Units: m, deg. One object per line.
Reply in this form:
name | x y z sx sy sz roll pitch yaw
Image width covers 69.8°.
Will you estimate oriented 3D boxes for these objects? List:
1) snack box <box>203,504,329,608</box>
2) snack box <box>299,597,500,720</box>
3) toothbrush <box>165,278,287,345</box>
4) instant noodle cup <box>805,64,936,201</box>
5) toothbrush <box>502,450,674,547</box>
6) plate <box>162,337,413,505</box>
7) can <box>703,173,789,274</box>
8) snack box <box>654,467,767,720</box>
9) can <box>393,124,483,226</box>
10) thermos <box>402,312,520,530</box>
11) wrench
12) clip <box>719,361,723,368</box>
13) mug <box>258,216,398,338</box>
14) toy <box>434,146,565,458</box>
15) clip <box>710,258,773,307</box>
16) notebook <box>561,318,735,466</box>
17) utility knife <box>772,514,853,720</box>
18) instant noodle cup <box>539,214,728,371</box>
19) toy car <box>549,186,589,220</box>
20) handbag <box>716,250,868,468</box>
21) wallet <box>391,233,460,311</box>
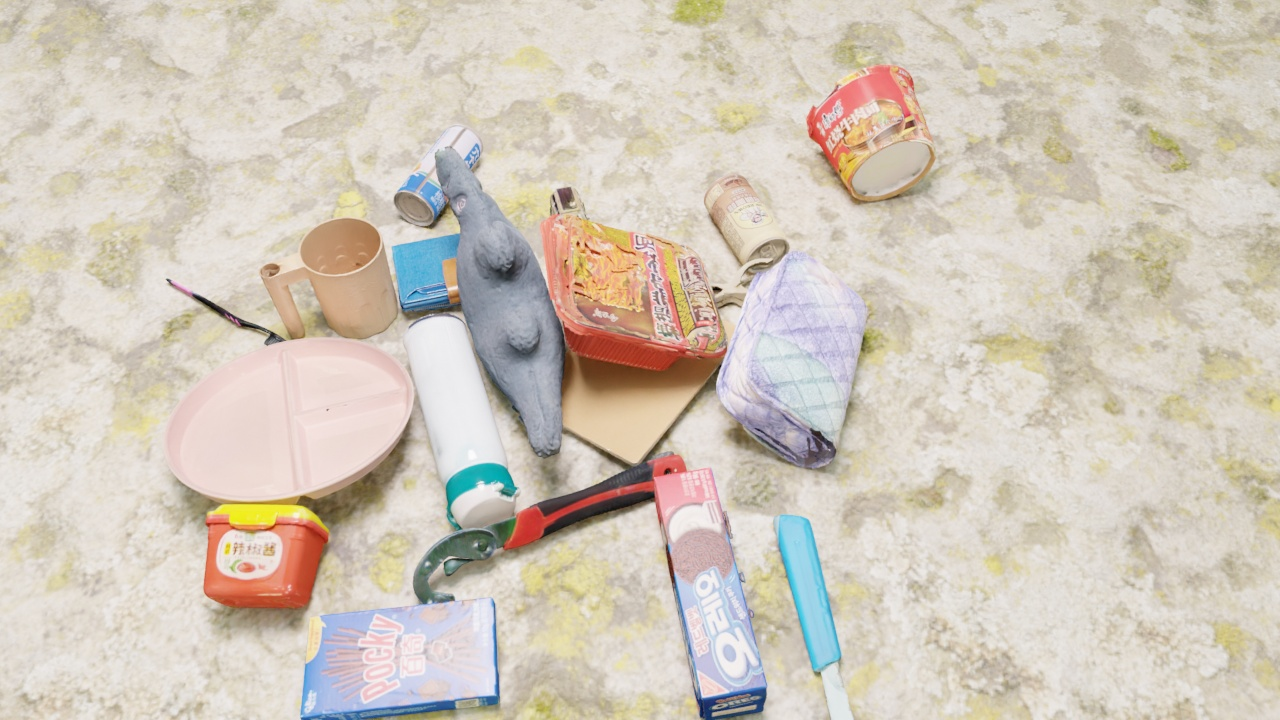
snack box | -0.324 0.171 0.792 0.091 0.082 0.080 0 66 0
snack box | -0.198 0.249 0.763 0.157 0.026 0.084 -5 54 -5
toothbrush | -0.449 -0.049 0.992 0.189 0.014 0.017 26 69 18
instant noodle cup | 0.285 -0.267 1.105 0.138 0.138 0.108 -12 62 -10
toothbrush | -0.045 0.130 0.864 0.188 0.017 0.014 -26 47 -17
plate | -0.331 0.056 0.878 0.229 0.028 0.229 -1 39 0
can | 0.121 -0.159 1.058 0.058 0.059 0.116 -17 55 -14
snack box | 0.058 0.195 0.790 0.058 0.057 0.207 -9 54 -5
can | -0.241 -0.225 1.104 0.053 0.053 0.134 17 54 12
thermos | -0.176 0.059 0.884 0.073 0.073 0.224 -15 55 -13
wrench | -0.078 0.146 0.835 0.273 0.016 0.056 -22 100 -19
clip | 0.112 0.004 0.960 0.057 0.031 0.025 -13 50 -6
mug | -0.321 -0.077 0.959 0.124 0.104 0.084 -24 57 -18
toy | -0.134 -0.054 0.918 0.091 0.138 0.356 -21 69 -2
clip | 0.114 -0.069 1.007 0.103 0.035 0.092 -30 58 -17
notebook | -0.006 0.006 0.954 0.148 0.008 0.207 26 56 24
utility knife | 0.151 0.223 0.795 0.034 0.018 0.198 -12 54 4
instant noodle cup | -0.016 -0.061 0.927 0.188 0.079 0.164 12 44 -24
toy car | -0.081 -0.164 1.074 0.042 0.035 0.090 -12 56 -9
handbag | 0.156 -0.005 0.916 0.134 0.076 0.193 35 54 -15
wallet | -0.207 -0.103 1.025 0.133 0.040 0.106 -13 50 -10
